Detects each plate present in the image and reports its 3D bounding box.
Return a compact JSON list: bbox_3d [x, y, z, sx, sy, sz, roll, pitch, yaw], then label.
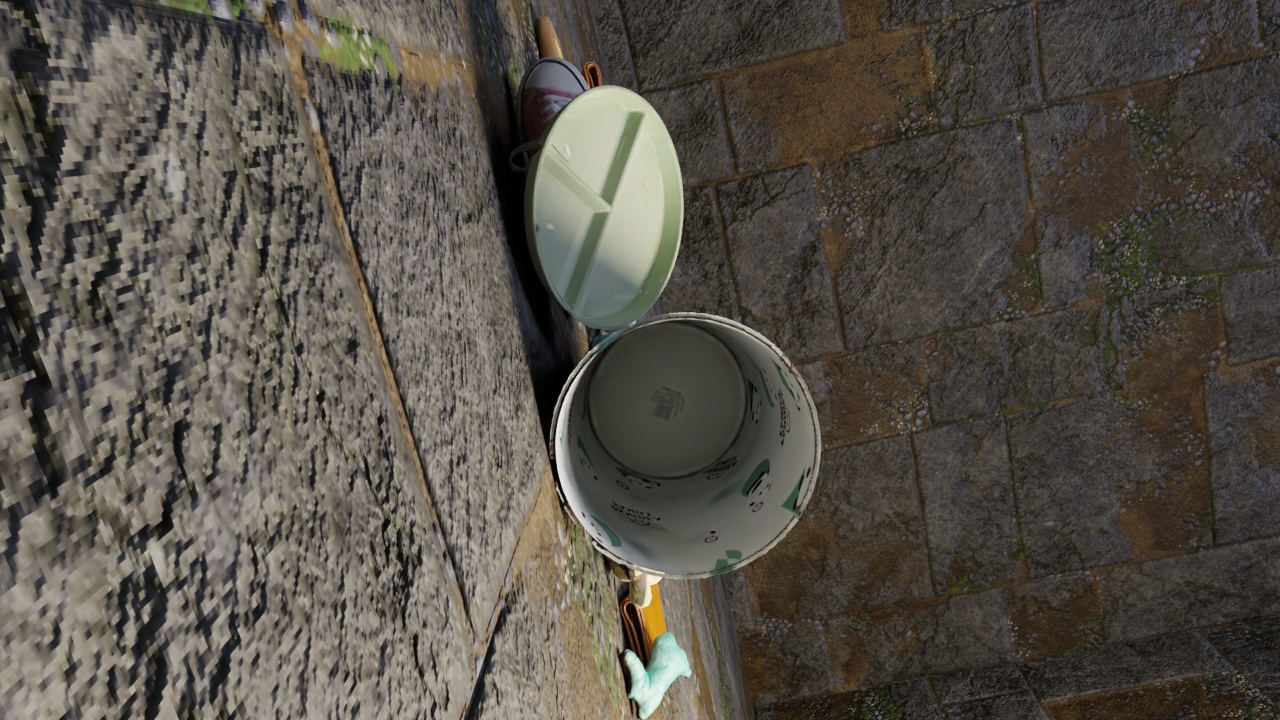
[{"bbox_3d":[-0.032,-0.144,0.879,0.229,0.027,0.230,-16,110,-51],"label":"plate"}]

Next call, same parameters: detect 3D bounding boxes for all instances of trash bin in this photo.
[{"bbox_3d":[0.035,0.058,0.893,0.252,0.229,0.229,-101,179,-82],"label":"trash bin"}]

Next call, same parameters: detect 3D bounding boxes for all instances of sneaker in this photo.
[{"bbox_3d":[-0.076,-0.210,0.916,0.088,0.118,0.240,122,-35,-68],"label":"sneaker"}]

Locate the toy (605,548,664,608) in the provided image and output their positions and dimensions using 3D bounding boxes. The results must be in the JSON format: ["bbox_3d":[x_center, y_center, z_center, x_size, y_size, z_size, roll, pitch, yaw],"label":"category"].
[{"bbox_3d":[-0.001,0.203,0.954,0.157,0.066,0.105,65,8,-70],"label":"toy"}]

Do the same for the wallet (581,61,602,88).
[{"bbox_3d":[-0.080,-0.352,1.345,0.132,0.031,0.107,128,-44,-64],"label":"wallet"}]

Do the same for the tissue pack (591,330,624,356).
[{"bbox_3d":[-0.007,0.007,1.197,0.133,0.093,0.050,70,8,-61],"label":"tissue pack"}]

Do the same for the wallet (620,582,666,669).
[{"bbox_3d":[0.012,0.310,1.017,0.130,0.035,0.119,22,58,-80],"label":"wallet"}]

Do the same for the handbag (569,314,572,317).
[{"bbox_3d":[-0.051,-0.120,1.029,0.120,0.068,0.131,-101,-171,-51],"label":"handbag"}]

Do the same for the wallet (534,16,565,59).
[{"bbox_3d":[-0.121,-0.416,1.306,0.090,0.033,0.115,56,20,-75],"label":"wallet"}]

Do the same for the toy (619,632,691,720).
[{"bbox_3d":[0.014,0.314,0.927,0.091,0.030,0.096,-49,121,-43],"label":"toy"}]

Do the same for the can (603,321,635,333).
[{"bbox_3d":[-0.041,-0.076,1.248,0.134,0.053,0.053,64,15,-70],"label":"can"}]
